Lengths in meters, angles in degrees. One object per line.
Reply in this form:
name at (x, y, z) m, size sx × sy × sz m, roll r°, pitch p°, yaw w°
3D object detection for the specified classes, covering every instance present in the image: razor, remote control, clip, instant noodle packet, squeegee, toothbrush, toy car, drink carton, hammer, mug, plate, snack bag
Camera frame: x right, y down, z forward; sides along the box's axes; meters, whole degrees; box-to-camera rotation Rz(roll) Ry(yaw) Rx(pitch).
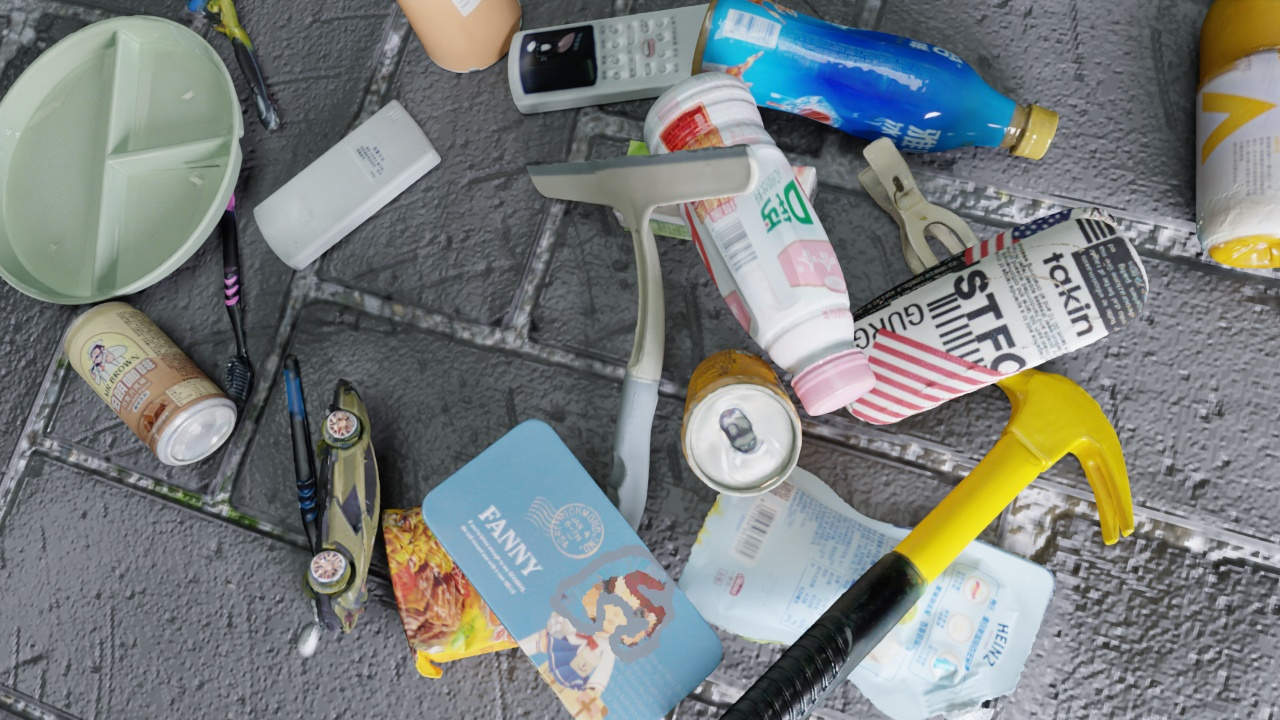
razor at (-0.300, -0.232, 0.691) m, size 0.043 × 0.022 × 0.142 m, roll -38°, pitch 75°, yaw 33°
remote control at (-0.209, -0.124, 0.651) m, size 0.135 × 0.019 × 0.056 m, roll -38°, pitch 74°, yaw 1°
clip at (0.167, -0.086, 0.560) m, size 0.035 × 0.072 × 0.100 m, roll -35°, pitch 80°, yaw 3°
instant noodle packet at (-0.090, 0.128, 0.564) m, size 0.128 × 0.044 × 0.110 m, roll -16°, pitch 80°, yaw 7°
remote control at (-0.018, -0.207, 0.630) m, size 0.150 × 0.021 × 0.058 m, roll -5°, pitch 77°, yaw 9°
squeegee at (-0.003, 0.003, 0.551) m, size 0.039 × 0.247 × 0.246 m, roll -3°, pitch 99°, yaw -31°
toothbrush at (-0.224, 0.083, 0.614) m, size 0.014 × 0.016 × 0.189 m, roll -13°, pitch 75°, yaw 0°
toy car at (-0.186, 0.089, 0.574) m, size 0.042 × 0.070 × 0.158 m, roll 4°, pitch 72°, yaw -22°
drink carton at (0.047, -0.103, 0.583) m, size 0.122 × 0.045 × 0.053 m, roll 12°, pitch 82°, yaw 14°
hammer at (0.142, 0.114, 0.490) m, size 0.300 × 0.033 × 0.129 m, roll -40°, pitch 70°, yaw -14°
mug at (-0.134, -0.257, 0.611) m, size 0.078 × 0.123 × 0.078 m, roll -2°, pitch 78°, yaw 10°
toothbrush at (-0.294, -0.062, 0.657) m, size 0.014 × 0.018 × 0.189 m, roll -14°, pitch 75°, yaw 10°
plate at (-0.396, -0.149, 0.686) m, size 0.230 × 0.027 × 0.230 m, roll -3°, pitch 76°, yaw 13°
snack bag at (0.124, 0.130, 0.521) m, size 0.191 × 0.039 × 0.110 m, roll 24°, pitch 68°, yaw 13°

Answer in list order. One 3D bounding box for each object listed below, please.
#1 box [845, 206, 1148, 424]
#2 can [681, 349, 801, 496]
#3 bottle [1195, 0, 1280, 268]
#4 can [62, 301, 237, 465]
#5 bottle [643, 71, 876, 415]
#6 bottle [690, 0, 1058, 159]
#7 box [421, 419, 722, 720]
box at (0.186, -0.023, 0.502) m, size 0.163 × 0.086 × 0.075 m, roll -30°, pitch 76°, yaw 27°
can at (0.053, 0.029, 0.499) m, size 0.058 × 0.146 × 0.058 m, roll 1°, pitch 97°, yaw 4°
bottle at (0.355, -0.149, 0.520) m, size 0.068 × 0.068 × 0.189 m, roll 5°, pitch 79°, yaw 12°
can at (-0.335, 0.015, 0.627) m, size 0.116 × 0.058 × 0.058 m, roll 39°, pitch 88°, yaw 16°
bottle at (0.068, -0.065, 0.507) m, size 0.068 × 0.068 × 0.196 m, roll -26°, pitch 71°, yaw 5°
bottle at (0.143, -0.169, 0.564) m, size 0.219 × 0.065 × 0.065 m, roll 17°, pitch 82°, yaw 5°
box at (-0.043, 0.117, 0.506) m, size 0.089 × 0.062 × 0.184 m, roll -40°, pitch 87°, yaw -17°
